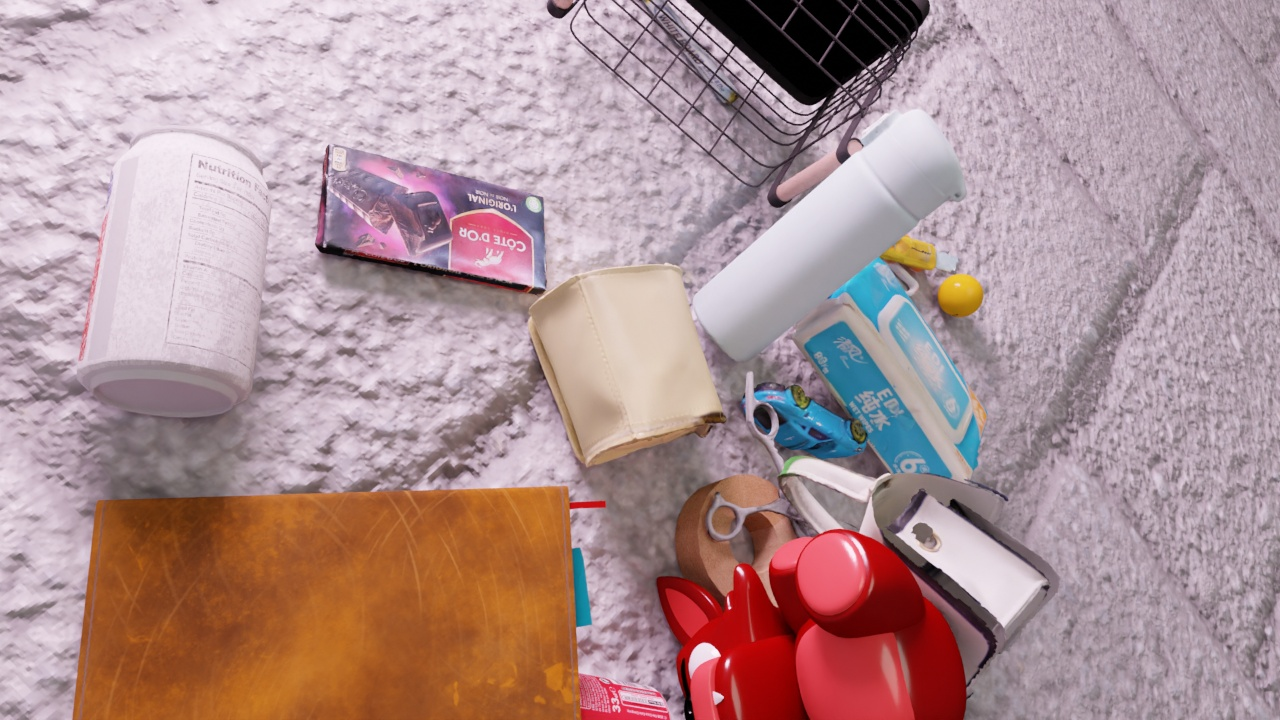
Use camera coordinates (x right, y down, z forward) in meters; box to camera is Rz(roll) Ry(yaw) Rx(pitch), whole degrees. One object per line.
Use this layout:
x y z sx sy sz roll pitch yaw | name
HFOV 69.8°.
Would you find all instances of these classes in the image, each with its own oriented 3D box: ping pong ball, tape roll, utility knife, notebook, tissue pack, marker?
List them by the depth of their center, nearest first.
-0.139 0.154 0.454 0.249 0.014 0.178 0 71 -14 | notebook
0.071 0.128 0.638 0.094 0.027 0.093 12 66 -29 | tape roll
0.207 0.019 0.735 0.209 0.066 0.116 55 38 -5 | tissue pack
0.034 -0.278 0.778 0.146 0.017 0.017 49 54 -7 | marker
0.220 -0.105 0.819 0.175 0.017 0.030 11 78 -30 | utility knife
0.296 -0.060 0.848 0.040 0.040 0.040 12 66 -29 | ping pong ball

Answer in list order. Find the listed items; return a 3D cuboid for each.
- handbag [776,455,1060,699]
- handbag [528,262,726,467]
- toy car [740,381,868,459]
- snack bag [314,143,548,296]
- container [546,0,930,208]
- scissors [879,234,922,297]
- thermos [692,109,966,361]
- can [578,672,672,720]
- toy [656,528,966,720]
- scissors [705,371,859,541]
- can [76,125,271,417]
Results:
0.162 0.116 0.580 0.073 0.151 0.176 -38 60 -20 | handbag
-0.004 0.004 0.610 0.111 0.081 0.119 -11 76 -43 | handbag
0.124 0.050 0.690 0.105 0.048 0.032 28 59 -22 | toy car
-0.131 -0.090 0.599 0.155 0.018 0.074 9 66 -32 | snack bag
0.073 -0.251 0.688 0.241 0.163 0.130 38 68 -13 | container
0.207 -0.103 0.827 0.131 0.013 0.073 29 58 -22 | scissors
0.130 -0.085 0.646 0.078 0.207 0.065 49 25 1 | thermos
-0.038 0.208 0.514 0.104 0.064 0.064 20 62 -25 | can
0.082 0.185 0.516 0.120 0.198 0.158 0 72 -43 | toy
0.102 0.090 0.644 0.141 0.014 0.171 -1 77 -31 | scissors
-0.237 -0.045 0.474 0.078 0.078 0.136 9 67 -30 | can
